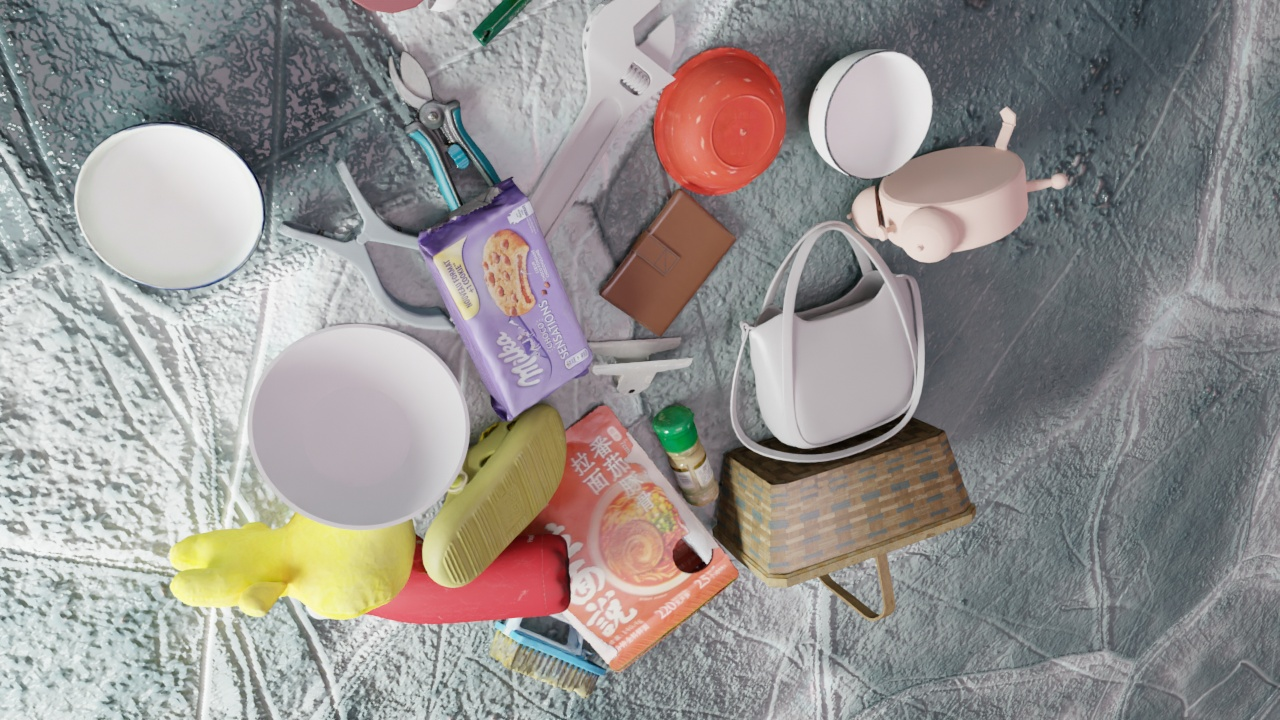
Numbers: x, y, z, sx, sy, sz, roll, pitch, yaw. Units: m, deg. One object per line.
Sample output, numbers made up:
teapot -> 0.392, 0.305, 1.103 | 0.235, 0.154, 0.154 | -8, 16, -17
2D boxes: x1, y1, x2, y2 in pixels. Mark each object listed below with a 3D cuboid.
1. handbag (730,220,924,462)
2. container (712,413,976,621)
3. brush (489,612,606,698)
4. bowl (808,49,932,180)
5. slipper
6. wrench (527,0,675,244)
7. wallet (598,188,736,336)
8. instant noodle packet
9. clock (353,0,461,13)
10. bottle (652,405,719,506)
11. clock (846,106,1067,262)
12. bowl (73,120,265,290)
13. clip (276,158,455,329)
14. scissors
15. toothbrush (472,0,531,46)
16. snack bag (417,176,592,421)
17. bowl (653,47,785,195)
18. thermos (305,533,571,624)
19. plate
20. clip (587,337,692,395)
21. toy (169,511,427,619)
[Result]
handbag -> 0.186, -0.026, 0.910 | 0.215, 0.095, 0.223 | -19, 114, -17
container -> 0.215, 0.174, 0.977 | 0.249, 0.157, 0.186 | -14, 107, -17
brush -> -0.086, 0.301, 0.963 | 0.136, 0.055, 0.075 | 35, 74, -32
bowl -> 0.201, -0.226, 0.837 | 0.113, 0.063, 0.113 | -9, 116, -19
slipper -> -0.139, 0.116, 0.823 | 0.190, 0.082, 0.092 | -53, 140, -35
wrench -> -0.059, -0.180, 0.772 | 0.086, 0.018, 0.273 | 29, 101, -31
wallet -> 0.026, -0.089, 0.854 | 0.087, 0.013, 0.121 | 34, 97, -37
instant noodle packet -> -0.034, 0.172, 0.918 | 0.164, 0.084, 0.221 | -37, 104, -1
clock -> -0.174, -0.293, 0.653 | 0.124, 0.044, 0.087 | -11, 117, -19
bottle -> 0.048, 0.098, 0.934 | 0.043, 0.043, 0.111 | -28, 122, -10
clock -> 0.290, -0.162, 0.865 | 0.160, 0.131, 0.086 | -32, 122, -7
bowl -> -0.332, -0.115, 0.655 | 0.118, 0.062, 0.118 | -10, 117, -20
clip -> -0.216, -0.073, 0.747 | 0.106, 0.028, 0.163 | -44, 122, 0
scissors -> -0.150, -0.172, 0.735 | 0.149, 0.019, 0.131 | 11, 106, -26
toothbrush -> -0.058, -0.314, 0.710 | 0.190, 0.017, 0.016 | -45, 122, 1
snack bag -> -0.111, -0.044, 0.767 | 0.096, 0.058, 0.206 | -36, 132, -21
bowl -> 0.079, -0.204, 0.804 | 0.130, 0.045, 0.131 | -10, 117, -20
thermos -> -0.185, 0.205, 0.841 | 0.240, 0.073, 0.073 | -5, 116, -2
plate -> -0.232, 0.057, 0.761 | 0.173, 0.036, 0.173 | 9, 67, -21
clip -> -0.005, 0.004, 0.879 | 0.102, 0.054, 0.057 | -3, 79, -22
toy -> -0.275, 0.159, 0.763 | 0.207, 0.134, 0.092 | -11, 123, -22
